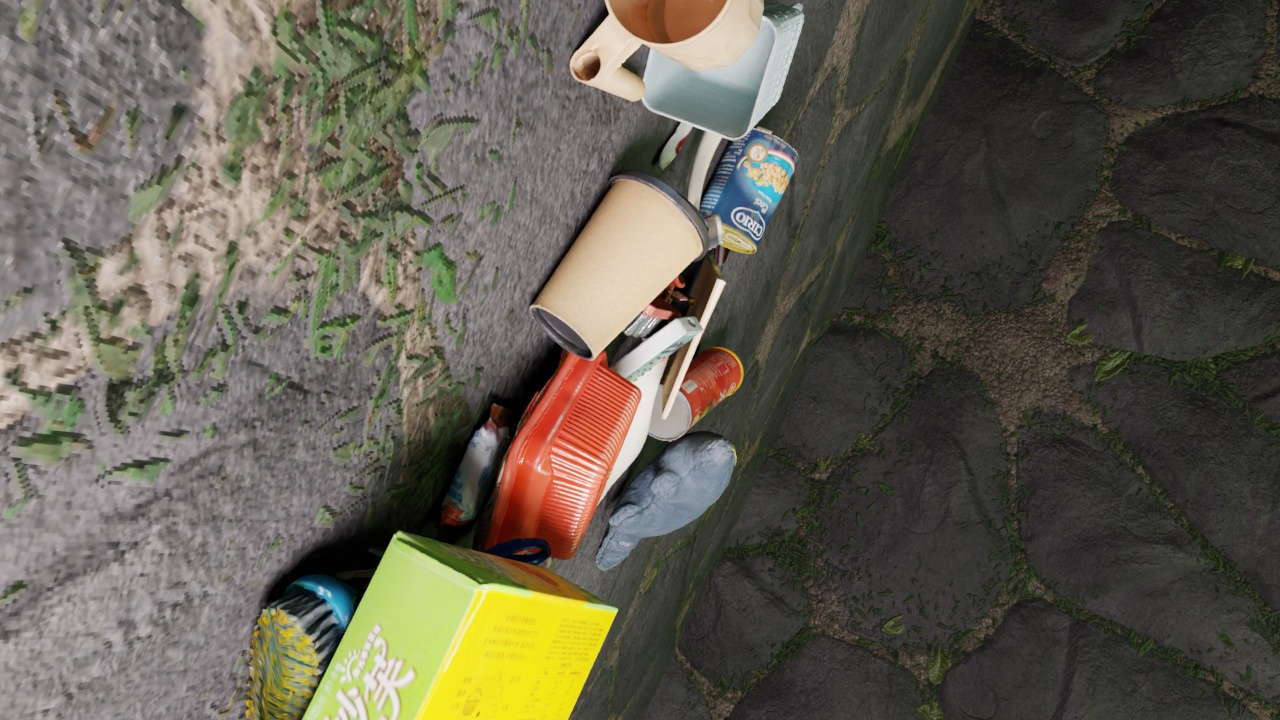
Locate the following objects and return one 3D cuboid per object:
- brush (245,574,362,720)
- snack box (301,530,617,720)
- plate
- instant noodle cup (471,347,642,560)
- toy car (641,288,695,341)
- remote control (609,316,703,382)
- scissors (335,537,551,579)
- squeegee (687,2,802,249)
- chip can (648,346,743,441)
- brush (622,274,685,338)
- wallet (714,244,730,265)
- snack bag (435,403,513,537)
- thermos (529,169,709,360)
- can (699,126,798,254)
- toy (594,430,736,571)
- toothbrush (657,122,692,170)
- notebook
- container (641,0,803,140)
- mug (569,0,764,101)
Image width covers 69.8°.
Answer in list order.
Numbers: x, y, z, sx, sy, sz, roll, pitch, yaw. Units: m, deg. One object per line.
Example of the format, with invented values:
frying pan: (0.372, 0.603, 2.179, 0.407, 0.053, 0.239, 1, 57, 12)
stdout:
brush: (-0.191, 0.183, 0.542, 0.073, 0.055, 0.144, -36, 146, -57)
snack box: (-0.106, 0.202, 0.566, 0.157, 0.070, 0.210, -64, 155, -9)
plate: (-0.027, 0.069, 0.960, 0.163, 0.034, 0.165, -47, 157, -49)
instant noodle cup: (-0.060, 0.076, 0.736, 0.188, 0.079, 0.165, -65, 177, -49)
toy car: (0.025, -0.046, 0.948, 0.122, 0.037, 0.056, -16, 127, -75)
remote control: (-0.005, 0.005, 0.836, 0.135, 0.019, 0.056, -36, 172, 19)
scissors: (-0.126, 0.141, 0.638, 0.146, 0.012, 0.170, -21, 152, -10)
squeegee: (0.082, -0.214, 0.824, 0.246, 0.039, 0.246, -151, -96, -84)
chip can: (0.068, 0.038, 1.163, 0.216, 0.073, 0.073, -31, 143, -65)
brush: (0.006, -0.059, 0.815, 0.069, 0.063, 0.145, -53, 168, 8)
wallet: (0.111, -0.181, 1.073, 0.096, 0.020, 0.122, -59, 166, -21)
snack bag: (-0.121, 0.082, 0.678, 0.105, 0.026, 0.045, -65, 164, -2)
thermos: (-0.015, -0.073, 0.689, 0.143, 0.093, 0.093, -53, 162, -16)
can: (0.109, -0.178, 0.956, 0.111, 0.075, 0.075, -64, 165, -5)
toy: (0.040, 0.159, 1.119, 0.137, 0.091, 0.358, -38, 171, -42)
toothbrush: (0.062, -0.235, 0.817, 0.187, 0.017, 0.016, -59, 167, -24)
notebook: (0.052, -0.032, 0.990, 0.211, 0.012, 0.149, -82, -166, -78)
container: (0.068, -0.234, 0.704, 0.111, 0.090, 0.090, -47, 157, -55)
mug: (0.018, -0.221, 0.595, 0.125, 0.084, 0.103, -44, 173, 18)
